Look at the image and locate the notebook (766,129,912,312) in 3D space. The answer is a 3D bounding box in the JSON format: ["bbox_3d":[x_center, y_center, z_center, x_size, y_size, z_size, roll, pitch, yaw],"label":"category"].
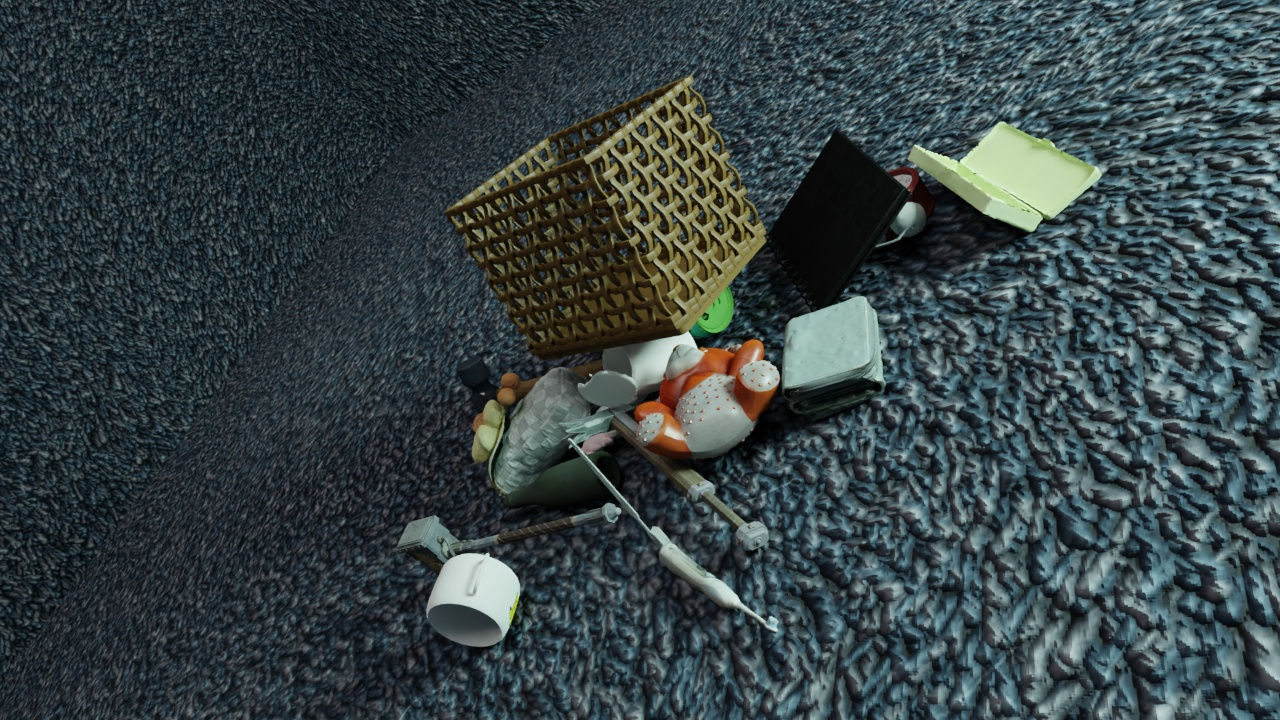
[{"bbox_3d":[0.226,-0.168,1.097,0.169,0.019,0.231,-58,22,22],"label":"notebook"}]

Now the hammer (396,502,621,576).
[{"bbox_3d":[-0.144,0.202,1.056,0.323,0.098,0.044,-20,36,37],"label":"hammer"}]

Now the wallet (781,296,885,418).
[{"bbox_3d":[0.199,-0.006,0.949,0.101,0.054,0.131,-16,37,23],"label":"wallet"}]

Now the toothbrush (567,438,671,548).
[{"bbox_3d":[-0.018,0.132,0.902,0.010,0.181,0.010,-3,44,43],"label":"toothbrush"}]

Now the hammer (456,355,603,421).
[{"bbox_3d":[-0.095,0.026,1.251,0.322,0.129,0.040,-15,22,26],"label":"hammer"}]

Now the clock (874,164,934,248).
[{"bbox_3d":[0.291,-0.175,1.063,0.087,0.044,0.124,-16,38,41],"label":"clock"}]

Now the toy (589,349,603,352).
[{"bbox_3d":[-0.030,-0.071,1.316,0.192,0.072,0.131,-47,27,-26],"label":"toy"}]

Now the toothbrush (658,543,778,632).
[{"bbox_3d":[0.070,0.212,0.850,0.186,0.022,0.024,20,86,60],"label":"toothbrush"}]

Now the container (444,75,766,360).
[{"bbox_3d":[-0.036,-0.160,1.085,0.252,0.214,0.218,-9,29,43],"label":"container"}]

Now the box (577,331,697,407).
[{"bbox_3d":[-0.007,0.010,1.097,0.159,0.091,0.081,-12,-15,-30],"label":"box"}]

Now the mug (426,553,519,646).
[{"bbox_3d":[-0.183,0.260,1.020,0.067,0.094,0.116,-75,4,-46],"label":"mug"}]

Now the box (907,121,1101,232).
[{"bbox_3d":[0.380,-0.195,0.981,0.133,0.061,0.188,-19,31,-2],"label":"box"}]

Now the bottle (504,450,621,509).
[{"bbox_3d":[-0.102,0.155,1.114,0.175,0.055,0.055,-21,36,38],"label":"bottle"}]

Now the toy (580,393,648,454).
[{"bbox_3d":[-0.034,0.072,1.155,0.076,0.037,0.125,3,58,49],"label":"toy"}]

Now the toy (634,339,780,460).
[{"bbox_3d":[0.069,0.034,1.005,0.164,0.093,0.172,-33,19,7],"label":"toy"}]

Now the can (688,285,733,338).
[{"bbox_3d":[0.044,-0.067,1.193,0.144,0.083,0.082,-4,47,50],"label":"can"}]

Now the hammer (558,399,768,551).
[{"bbox_3d":[0.042,0.115,0.983,0.146,0.028,0.317,-18,28,-22],"label":"hammer"}]

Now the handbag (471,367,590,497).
[{"bbox_3d":[-0.145,0.078,1.190,0.172,0.123,0.112,-48,20,23],"label":"handbag"}]
